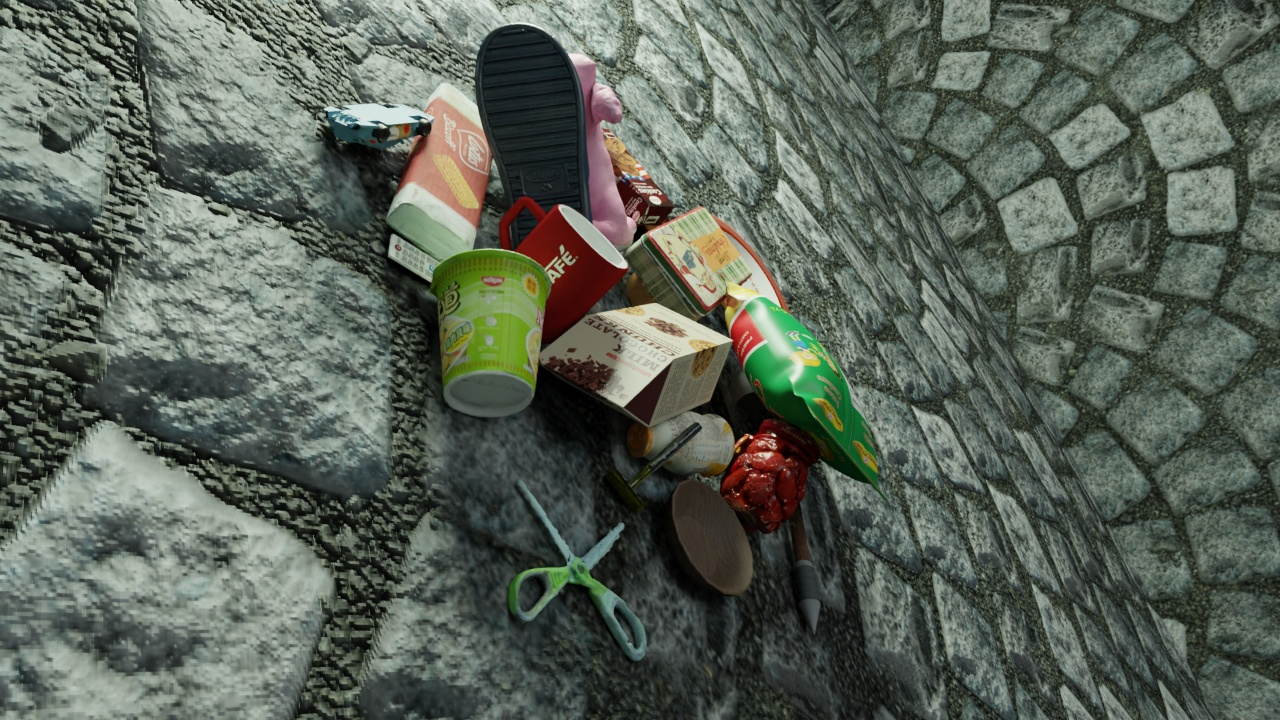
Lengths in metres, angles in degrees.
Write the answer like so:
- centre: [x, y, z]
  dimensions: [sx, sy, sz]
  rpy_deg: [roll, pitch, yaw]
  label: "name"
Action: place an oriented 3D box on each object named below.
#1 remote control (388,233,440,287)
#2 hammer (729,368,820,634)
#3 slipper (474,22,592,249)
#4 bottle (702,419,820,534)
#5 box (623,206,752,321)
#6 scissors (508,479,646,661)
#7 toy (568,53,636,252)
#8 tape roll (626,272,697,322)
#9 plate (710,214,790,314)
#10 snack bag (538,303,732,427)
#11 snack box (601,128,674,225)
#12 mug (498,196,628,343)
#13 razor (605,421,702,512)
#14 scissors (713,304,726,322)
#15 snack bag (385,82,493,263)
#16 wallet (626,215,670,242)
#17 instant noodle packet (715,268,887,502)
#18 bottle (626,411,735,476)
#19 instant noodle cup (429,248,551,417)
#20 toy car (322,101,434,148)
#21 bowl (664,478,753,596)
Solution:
- centre: [-0.166, -0.066, 0.790]
  dimensions: [0.124, 0.012, 0.028]
  rpy_deg: [33, 35, -36]
  label: "remote control"
- centre: [0.174, 0.159, 1.050]
  dimensions: [0.156, 0.043, 0.321]
  rpy_deg: [34, 37, -34]
  label: "hammer"
- centre: [-0.093, -0.194, 0.905]
  dimensions: [0.082, 0.101, 0.263]
  rpy_deg: [-41, 122, -83]
  label: "slipper"
- centre: [0.124, 0.121, 0.955]
  dimensions: [0.099, 0.099, 0.111]
  rpy_deg: [41, 73, -25]
  label: "bottle"
- centre: [0.061, -0.115, 1.091]
  dimensions: [0.117, 0.050, 0.205]
  rpy_deg: [56, 27, -1]
  label: "box"
- centre: [-0.050, 0.167, 0.723]
  dimensions: [0.172, 0.021, 0.171]
  rpy_deg: [53, 31, 5]
  label: "scissors"
- centre: [-0.067, -0.247, 1.016]
  dimensions: [0.265, 0.128, 0.186]
  rpy_deg: [64, 25, 3]
  label: "toy"
- centre: [0.026, -0.069, 1.071]
  dimensions: [0.094, 0.027, 0.093]
  rpy_deg: [37, 33, -30]
  label: "tape roll"
- centre: [0.138, -0.107, 1.289]
  dimensions: [0.229, 0.021, 0.229]
  rpy_deg: [37, 33, -30]
  label: "plate"
- centre: [-0.005, 0.005, 0.857]
  dimensions: [0.094, 0.070, 0.205]
  rpy_deg: [27, 20, 22]
  label: "snack bag"
- centre: [-0.022, -0.226, 1.125]
  dimensions: [0.050, 0.032, 0.141]
  rpy_deg: [-10, 57, -51]
  label: "snack box"
- centre: [-0.085, -0.089, 0.833]
  dimensions: [0.116, 0.097, 0.080]
  rpy_deg: [47, 15, 8]
  label: "mug"
- centre: [0.018, 0.090, 0.842]
  dimensions: [0.105, 0.026, 0.042]
  rpy_deg: [-39, 93, -28]
  label: "razor"
- centre: [0.144, -0.026, 1.192]
  dimensions: [0.132, 0.013, 0.169]
  rpy_deg: [-24, 91, -48]
  label: "scissors"
- centre: [-0.179, -0.179, 0.861]
  dimensions: [0.077, 0.041, 0.224]
  rpy_deg: [36, 35, -29]
  label: "snack bag"
- centre: [0.015, -0.176, 1.183]
  dimensions: [0.115, 0.018, 0.091]
  rpy_deg: [-5, 64, -61]
  label: "wallet"
- centre: [0.176, 0.025, 1.015]
  dimensions: [0.195, 0.090, 0.252]
  rpy_deg: [44, 14, -43]
  label: "instant noodle packet"
- centre: [0.039, 0.080, 0.898]
  dimensions: [0.108, 0.063, 0.063]
  rpy_deg: [9, 51, -36]
  label: "bottle"
- centre: [-0.119, -0.018, 0.733]
  dimensions: [0.099, 0.099, 0.107]
  rpy_deg: [27, 47, -42]
  label: "instant noodle cup"
- centre: [-0.230, -0.206, 0.812]
  dimensions: [0.060, 0.028, 0.107]
  rpy_deg: [25, 25, 16]
  label: "toy car"
- centre: [0.058, 0.171, 0.863]
  dimensions: [0.118, 0.030, 0.117]
  rpy_deg: [37, 33, -30]
  label: "bowl"
